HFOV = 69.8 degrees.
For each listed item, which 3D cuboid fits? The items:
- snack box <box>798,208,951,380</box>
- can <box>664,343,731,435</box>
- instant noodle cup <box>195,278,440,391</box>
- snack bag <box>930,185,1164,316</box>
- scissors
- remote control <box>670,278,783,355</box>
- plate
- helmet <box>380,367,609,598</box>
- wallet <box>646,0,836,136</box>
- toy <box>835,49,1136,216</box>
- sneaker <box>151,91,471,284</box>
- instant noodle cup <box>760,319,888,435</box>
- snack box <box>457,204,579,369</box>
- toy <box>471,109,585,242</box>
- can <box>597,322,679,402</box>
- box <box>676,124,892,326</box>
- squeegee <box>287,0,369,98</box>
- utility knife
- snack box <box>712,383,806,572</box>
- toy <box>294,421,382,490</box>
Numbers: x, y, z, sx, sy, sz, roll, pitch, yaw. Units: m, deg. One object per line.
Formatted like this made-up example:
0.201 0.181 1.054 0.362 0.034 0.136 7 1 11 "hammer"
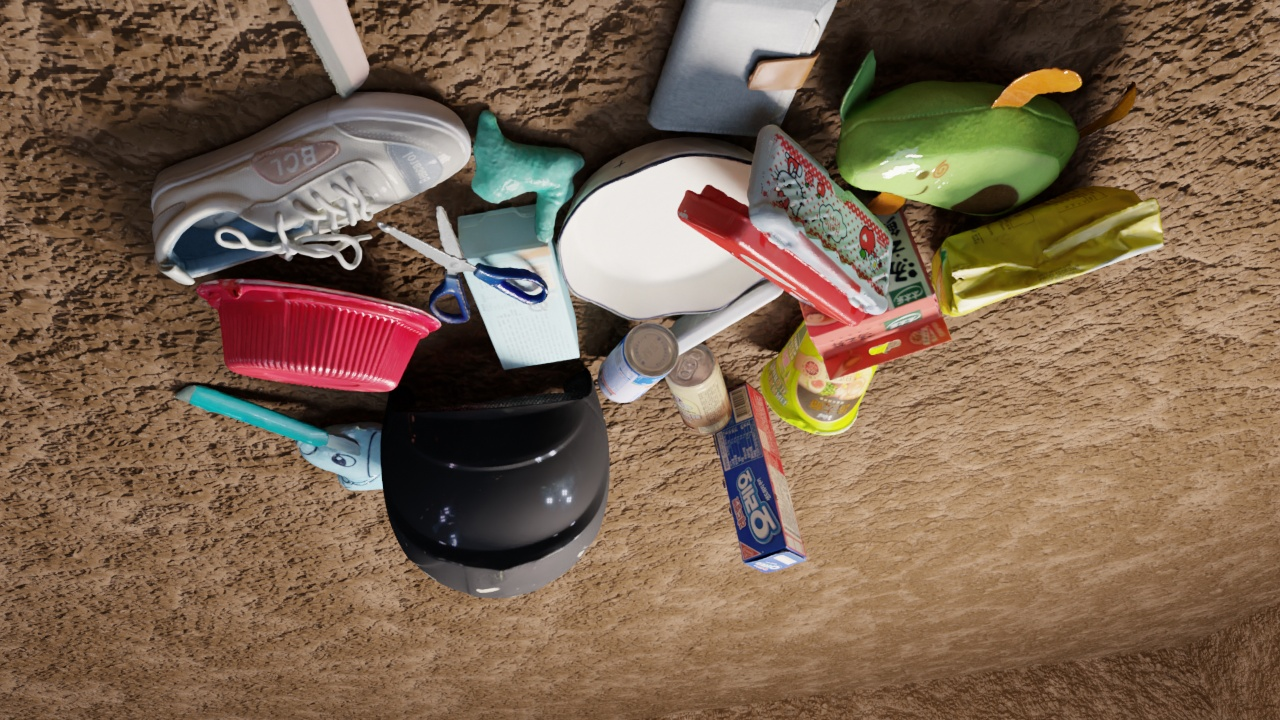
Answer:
0.201 -0.061 0.823 0.113 0.127 0.044 -20 147 15 "snack box"
0.063 0.032 0.996 0.058 0.058 0.116 -14 148 6 "can"
-0.263 -0.014 0.753 0.194 0.065 0.194 5 173 0 "instant noodle cup"
0.327 -0.093 0.781 0.158 0.068 0.246 -21 179 15 "snack bag"
-0.133 -0.069 0.711 0.163 0.012 0.163 3 154 -25 "scissors"
0.082 -0.049 0.878 0.136 0.055 0.020 -32 110 30 "remote control"
0.030 -0.110 0.775 0.205 0.045 0.205 -8 147 -5 "plate"
-0.146 0.129 0.940 0.233 0.229 0.275 -3 154 -8 "helmet"
0.071 -0.209 0.638 0.106 0.037 0.130 1 147 -16 "wallet"
0.252 -0.162 0.708 0.246 0.090 0.228 -1 160 -22 "toy"
-0.237 -0.115 0.651 0.242 0.090 0.089 -15 149 7 "sneaker"
0.195 -0.004 0.942 0.111 0.111 0.124 1 138 -17 "instant noodle cup"
-0.104 -0.061 0.809 0.074 0.051 0.175 -8 147 1 "snack box"
-0.085 -0.137 0.696 0.091 0.030 0.096 -3 113 -30 "toy"
-0.005 0.005 0.904 0.053 0.053 0.135 -1 167 -15 "can"
0.132 -0.104 0.719 0.201 0.095 0.098 26 97 -45 "box"
-0.087 -0.257 0.518 0.249 0.040 0.248 -14 164 -5 "squeegee"
-0.373 0.062 0.930 0.186 0.013 0.029 24 120 -21 "utility knife"
0.128 0.130 1.028 0.057 0.207 0.058 -25 145 22 "snack box"
-0.305 0.107 1.020 0.161 0.049 0.157 6 144 -28 "toy"
